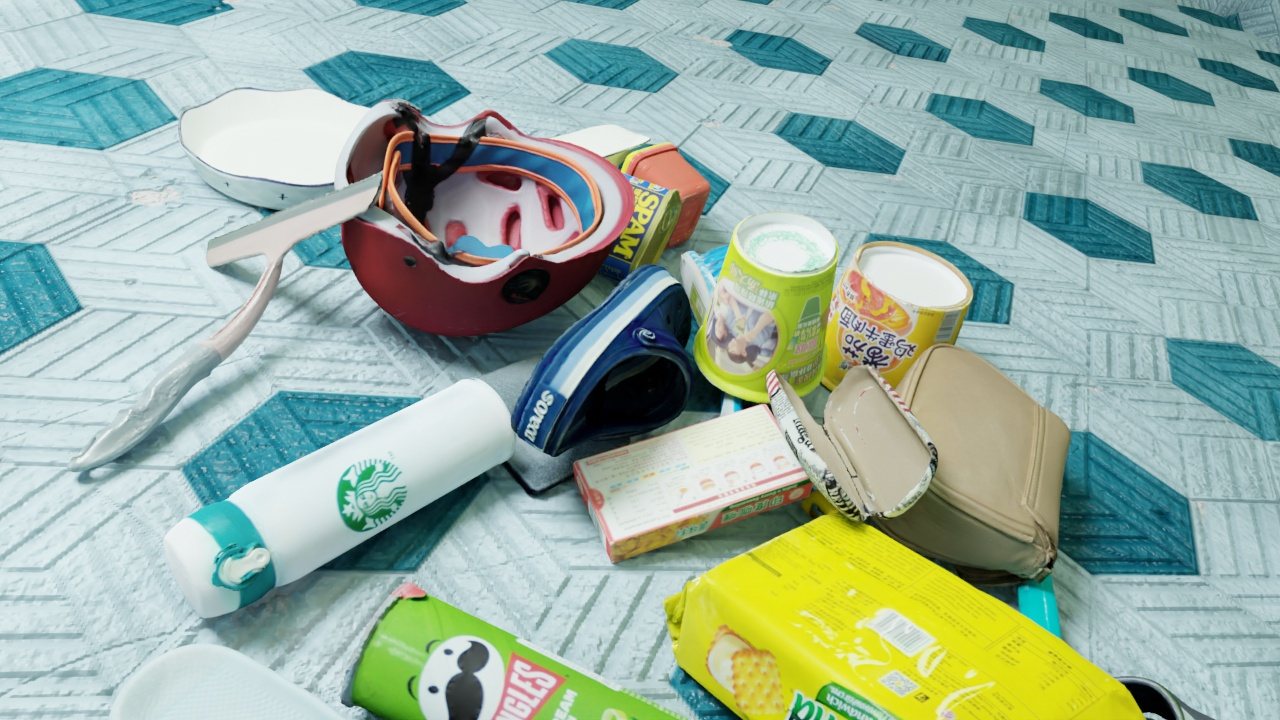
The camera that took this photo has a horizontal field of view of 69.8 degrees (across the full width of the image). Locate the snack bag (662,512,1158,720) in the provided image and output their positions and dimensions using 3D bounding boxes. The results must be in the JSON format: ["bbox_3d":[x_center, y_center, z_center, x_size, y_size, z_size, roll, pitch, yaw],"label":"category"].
[{"bbox_3d":[0.140,0.171,0.524,0.157,0.068,0.247,-17,27,-33],"label":"snack bag"}]

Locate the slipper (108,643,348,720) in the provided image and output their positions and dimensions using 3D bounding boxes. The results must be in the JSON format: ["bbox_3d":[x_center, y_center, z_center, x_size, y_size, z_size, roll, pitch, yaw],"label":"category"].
[{"bbox_3d":[-0.153,0.208,0.428,0.245,0.074,0.103,30,39,20],"label":"slipper"}]

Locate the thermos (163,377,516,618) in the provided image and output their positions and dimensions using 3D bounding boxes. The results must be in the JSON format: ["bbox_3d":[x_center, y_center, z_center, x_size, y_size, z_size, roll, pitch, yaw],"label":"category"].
[{"bbox_3d":[-0.182,0.082,0.581,0.073,0.073,0.223,36,42,25],"label":"thermos"}]

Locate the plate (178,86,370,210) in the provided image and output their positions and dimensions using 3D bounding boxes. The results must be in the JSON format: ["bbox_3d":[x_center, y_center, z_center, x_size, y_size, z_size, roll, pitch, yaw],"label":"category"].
[{"bbox_3d":[-0.347,-0.211,0.918,0.205,0.046,0.204,10,38,-8],"label":"plate"}]

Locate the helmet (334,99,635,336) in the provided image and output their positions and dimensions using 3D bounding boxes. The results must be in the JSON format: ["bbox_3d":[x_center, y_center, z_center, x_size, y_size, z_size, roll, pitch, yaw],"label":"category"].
[{"bbox_3d":[-0.136,-0.104,0.772,0.239,0.144,0.206,1,47,-24],"label":"helmet"}]

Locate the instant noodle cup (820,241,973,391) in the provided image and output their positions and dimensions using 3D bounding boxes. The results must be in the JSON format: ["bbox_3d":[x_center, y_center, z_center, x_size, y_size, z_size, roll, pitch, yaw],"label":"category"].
[{"bbox_3d":[0.228,-0.036,0.837,0.138,0.110,0.137,8,38,-7],"label":"instant noodle cup"}]

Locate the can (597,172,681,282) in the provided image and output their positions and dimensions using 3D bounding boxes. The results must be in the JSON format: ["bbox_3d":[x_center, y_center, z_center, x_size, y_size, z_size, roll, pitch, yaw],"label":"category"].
[{"bbox_3d":[-0.019,-0.128,0.884,0.083,0.057,0.102,23,80,14],"label":"can"}]

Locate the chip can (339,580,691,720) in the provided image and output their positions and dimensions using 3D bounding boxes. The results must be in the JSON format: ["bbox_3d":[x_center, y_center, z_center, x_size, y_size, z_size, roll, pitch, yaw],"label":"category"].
[{"bbox_3d":[-0.036,0.197,0.483,0.236,0.072,0.072,22,38,9],"label":"chip can"}]

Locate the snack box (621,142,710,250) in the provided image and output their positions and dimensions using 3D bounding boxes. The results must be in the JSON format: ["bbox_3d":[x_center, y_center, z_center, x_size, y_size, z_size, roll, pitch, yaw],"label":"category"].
[{"bbox_3d":[0.020,-0.167,0.951,0.080,0.091,0.081,43,44,21],"label":"snack box"}]

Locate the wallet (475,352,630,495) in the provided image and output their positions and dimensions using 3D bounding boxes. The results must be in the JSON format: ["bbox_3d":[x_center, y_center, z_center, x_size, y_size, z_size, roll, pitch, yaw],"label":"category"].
[{"bbox_3d":[-0.080,0.046,0.705,0.097,0.019,0.121,-24,53,-37],"label":"wallet"}]

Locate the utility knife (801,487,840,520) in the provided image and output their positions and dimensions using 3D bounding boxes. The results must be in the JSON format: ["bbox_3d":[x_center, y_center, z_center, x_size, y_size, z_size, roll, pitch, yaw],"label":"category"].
[{"bbox_3d":[0.151,0.134,0.664,0.015,0.033,0.202,-14,42,-27],"label":"utility knife"}]

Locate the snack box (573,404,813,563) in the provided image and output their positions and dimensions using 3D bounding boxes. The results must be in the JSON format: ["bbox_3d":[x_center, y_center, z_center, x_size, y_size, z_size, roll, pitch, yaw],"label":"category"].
[{"bbox_3d":[0.037,0.085,0.659,0.155,0.027,0.077,-15,48,-16],"label":"snack box"}]

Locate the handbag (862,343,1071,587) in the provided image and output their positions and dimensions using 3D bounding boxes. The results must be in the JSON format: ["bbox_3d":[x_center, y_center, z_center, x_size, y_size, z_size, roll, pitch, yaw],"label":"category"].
[{"bbox_3d":[0.251,0.081,0.713,0.148,0.100,0.203,31,40,8],"label":"handbag"}]

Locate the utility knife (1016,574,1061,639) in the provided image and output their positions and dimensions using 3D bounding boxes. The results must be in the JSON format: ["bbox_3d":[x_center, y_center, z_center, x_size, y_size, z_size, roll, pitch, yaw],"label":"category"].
[{"bbox_3d":[0.268,0.173,0.623,0.029,0.013,0.182,9,15,18],"label":"utility knife"}]

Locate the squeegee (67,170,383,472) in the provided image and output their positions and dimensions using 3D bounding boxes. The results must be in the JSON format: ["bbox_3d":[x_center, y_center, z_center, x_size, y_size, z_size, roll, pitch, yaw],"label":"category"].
[{"bbox_3d":[-0.309,-0.015,0.655,0.248,0.040,0.248,-7,44,38],"label":"squeegee"}]

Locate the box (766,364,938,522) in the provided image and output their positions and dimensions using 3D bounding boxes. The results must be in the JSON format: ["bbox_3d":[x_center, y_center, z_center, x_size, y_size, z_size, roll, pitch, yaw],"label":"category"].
[{"bbox_3d":[0.138,0.047,0.640,0.086,0.076,0.162,25,22,-17],"label":"box"}]

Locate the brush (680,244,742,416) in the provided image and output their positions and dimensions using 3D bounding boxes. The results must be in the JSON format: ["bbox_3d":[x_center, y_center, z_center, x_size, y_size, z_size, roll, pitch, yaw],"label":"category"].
[{"bbox_3d":[0.091,-0.001,0.799,0.109,0.061,0.314,-4,43,-15],"label":"brush"}]

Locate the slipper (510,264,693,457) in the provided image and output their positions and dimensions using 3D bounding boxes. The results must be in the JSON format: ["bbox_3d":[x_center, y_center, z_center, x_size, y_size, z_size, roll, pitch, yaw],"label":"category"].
[{"bbox_3d":[-0.004,0.004,0.683,0.095,0.105,0.252,36,26,8],"label":"slipper"}]

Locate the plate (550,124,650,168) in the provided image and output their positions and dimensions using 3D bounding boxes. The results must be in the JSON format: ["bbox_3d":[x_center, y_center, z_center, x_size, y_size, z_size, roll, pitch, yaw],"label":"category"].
[{"bbox_3d":[-0.080,-0.217,0.990,0.164,0.034,0.163,-15,25,-15],"label":"plate"}]

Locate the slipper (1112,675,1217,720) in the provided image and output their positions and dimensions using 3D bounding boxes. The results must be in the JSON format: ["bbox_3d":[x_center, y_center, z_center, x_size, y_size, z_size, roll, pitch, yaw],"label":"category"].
[{"bbox_3d":[0.276,0.240,0.529,0.268,0.083,0.110,10,39,-4],"label":"slipper"}]

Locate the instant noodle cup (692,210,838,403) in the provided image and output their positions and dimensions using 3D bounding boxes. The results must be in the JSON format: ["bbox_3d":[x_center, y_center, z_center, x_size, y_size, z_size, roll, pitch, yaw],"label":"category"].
[{"bbox_3d":[0.105,-0.047,0.724,0.111,0.124,0.111,3,45,-4],"label":"instant noodle cup"}]
